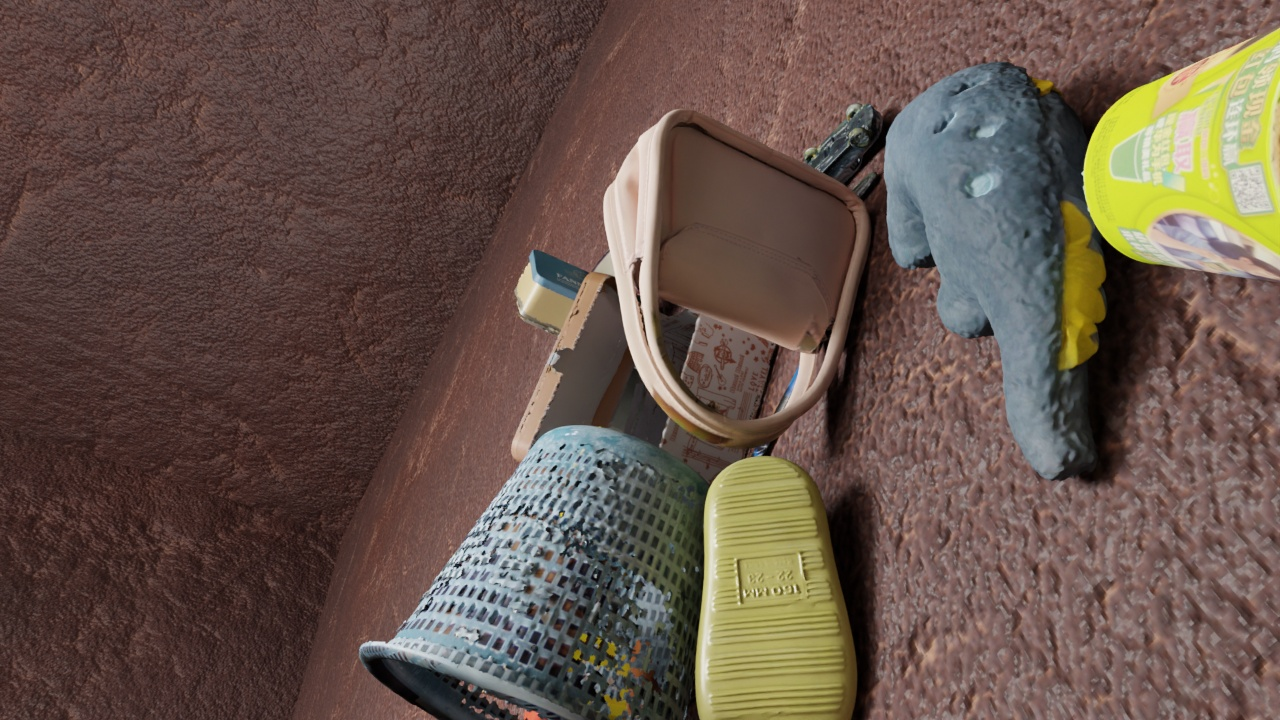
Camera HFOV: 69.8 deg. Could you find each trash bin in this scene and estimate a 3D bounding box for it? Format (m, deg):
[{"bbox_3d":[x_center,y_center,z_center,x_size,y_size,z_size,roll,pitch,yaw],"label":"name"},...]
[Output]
[{"bbox_3d":[-0.040,0.161,0.623,0.227,0.226,0.194,-37,23,56],"label":"trash bin"}]

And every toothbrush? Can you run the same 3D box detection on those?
[{"bbox_3d":[0.093,0.068,0.716,0.189,0.016,0.014,-64,24,5],"label":"toothbrush"},{"bbox_3d":[0.140,-0.097,0.784,0.182,0.018,0.015,-48,23,41],"label":"toothbrush"}]

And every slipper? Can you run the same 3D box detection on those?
[{"bbox_3d":[0.083,0.154,0.565,0.082,0.092,0.190,66,-159,-58],"label":"slipper"}]

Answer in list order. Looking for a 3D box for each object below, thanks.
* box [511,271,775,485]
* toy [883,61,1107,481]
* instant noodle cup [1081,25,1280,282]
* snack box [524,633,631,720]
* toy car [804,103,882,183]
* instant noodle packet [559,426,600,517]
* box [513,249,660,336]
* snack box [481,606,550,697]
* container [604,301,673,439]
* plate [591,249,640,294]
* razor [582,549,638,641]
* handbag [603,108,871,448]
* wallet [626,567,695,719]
[{"bbox_3d":[-0.011,0.031,0.792,0.153,0.177,0.182,-16,53,65],"label":"box"},{"bbox_3d":[0.197,-0.096,0.529,0.355,0.091,0.138,-90,2,-53],"label":"toy"},{"bbox_3d":[0.240,-0.077,0.350,0.123,0.111,0.111,-149,83,-79],"label":"instant noodle cup"},{"bbox_3d":[-0.047,0.276,0.746,0.081,0.091,0.080,-86,20,-47],"label":"snack box"},{"bbox_3d":[0.168,-0.173,0.766,0.091,0.034,0.042,-47,24,41],"label":"toy car"},{"bbox_3d":[-0.052,0.111,1.023,0.111,0.044,0.128,123,164,-47],"label":"instant noodle packet"},{"bbox_3d":[-0.062,-0.059,1.035,0.061,0.184,0.089,-57,25,19],"label":"box"},{"bbox_3d":[-0.083,0.266,0.845,0.095,0.092,0.076,-50,24,42],"label":"snack box"},{"bbox_3d":[-0.006,0.006,0.953,0.090,0.090,0.114,-52,21,37],"label":"container"},{"bbox_3d":[0.031,-0.127,1.003,0.193,0.039,0.192,-33,20,13],"label":"plate"},{"bbox_3d":[-0.014,0.188,0.831,0.068,0.062,0.167,-14,42,30],"label":"razor"},{"bbox_3d":[0.067,-0.049,0.664,0.094,0.193,0.233,-44,33,53],"label":"handbag"},{"bbox_3d":[0.029,0.211,0.699,0.125,0.032,0.101,-50,26,36],"label":"wallet"}]
